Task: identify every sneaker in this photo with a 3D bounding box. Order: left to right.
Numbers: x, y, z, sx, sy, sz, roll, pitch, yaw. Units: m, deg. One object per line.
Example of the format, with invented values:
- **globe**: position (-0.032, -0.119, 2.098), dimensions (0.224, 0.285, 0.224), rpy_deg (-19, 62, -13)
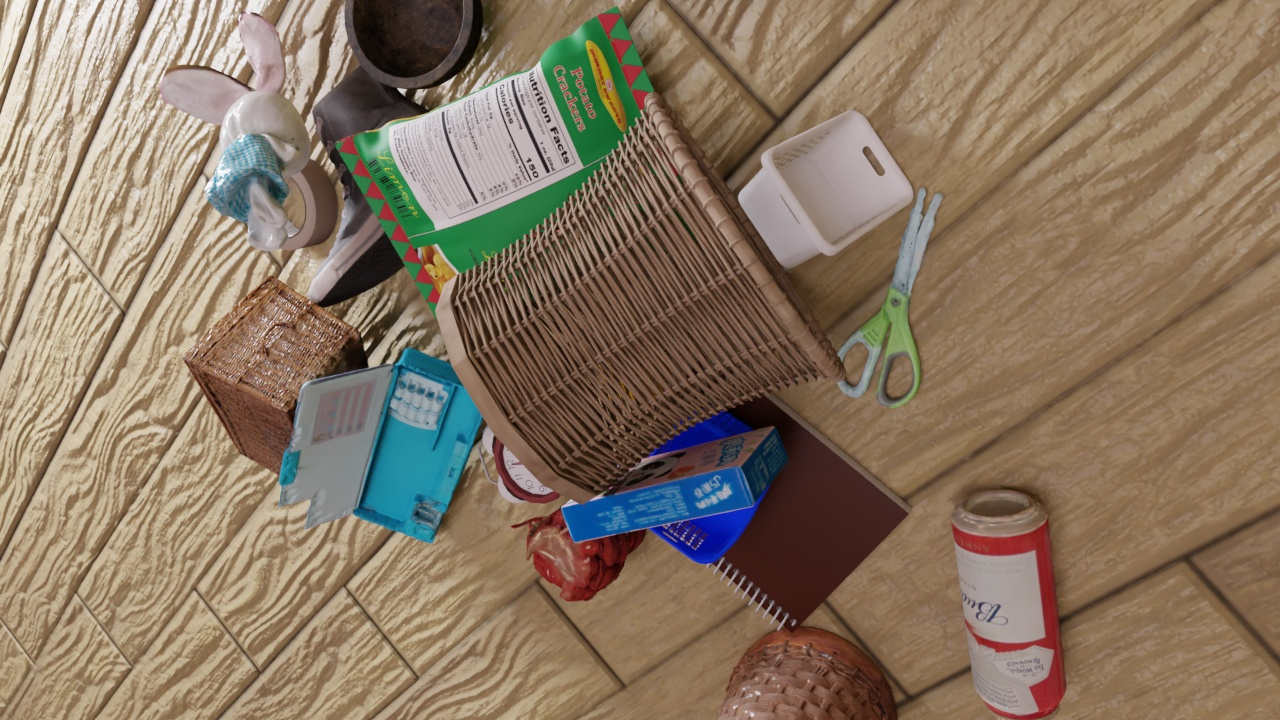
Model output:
- **sneaker**: position (-0.262, -0.154, 0.849), dimensions (0.120, 0.095, 0.235), rpy_deg (46, 124, 10)

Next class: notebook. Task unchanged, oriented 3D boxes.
- **notebook**: position (0.095, 0.116, 0.792), dimensions (0.209, 0.022, 0.172), rpy_deg (40, 119, 11)

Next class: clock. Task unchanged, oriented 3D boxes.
- **clock**: position (-0.103, 0.092, 0.874), dimensions (0.125, 0.044, 0.087), rpy_deg (-12, 101, 29)

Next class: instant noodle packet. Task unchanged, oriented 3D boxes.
- **instant noodle packet**: position (-0.091, -0.136, 0.743), dimensions (0.253, 0.090, 0.196), rpy_deg (-21, 113, 14)

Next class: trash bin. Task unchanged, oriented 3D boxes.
- **trash bin**: position (0.112, 0.337, 0.746), dimensions (0.151, 0.209, 0.151), rpy_deg (9, 110, 26)

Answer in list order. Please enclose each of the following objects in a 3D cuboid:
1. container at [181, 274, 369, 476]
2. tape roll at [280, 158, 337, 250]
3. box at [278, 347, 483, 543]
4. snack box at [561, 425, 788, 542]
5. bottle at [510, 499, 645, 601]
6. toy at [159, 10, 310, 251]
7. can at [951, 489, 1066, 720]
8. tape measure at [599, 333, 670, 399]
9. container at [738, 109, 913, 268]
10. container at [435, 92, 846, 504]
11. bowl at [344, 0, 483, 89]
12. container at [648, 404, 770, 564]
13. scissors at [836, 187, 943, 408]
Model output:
- **container**: position (-0.337, 0.032, 0.896), dimensions (0.113, 0.113, 0.199), rpy_deg (28, 149, 12)
- **tape roll**: position (-0.353, -0.160, 0.929), dimensions (0.094, 0.030, 0.094), rpy_deg (9, 111, 25)
- **box**: position (-0.253, 0.087, 0.889), dimensions (0.228, 0.180, 0.074), rpy_deg (-63, 32, 37)
- **snack box**: position (0.026, 0.094, 0.689), dimensions (0.154, 0.087, 0.033), rpy_deg (-17, 97, 28)
- **bottle**: position (-0.056, 0.167, 0.835), dimensions (0.099, 0.111, 0.099), rpy_deg (9, 110, 24)
- **toy**: position (-0.322, -0.183, 0.795), dimensions (0.131, 0.105, 0.205), rpy_deg (-30, 66, 19)
- **can**: position (0.278, 0.185, 0.691), dimensions (0.067, 0.067, 0.170), rpy_deg (-5, 105, 29)
- **tape measure**: position (-0.005, 0.005, 0.802), dimensions (0.068, 0.030, 0.059), rpy_deg (-1, 108, 27)
- **container**: position (0.127, -0.117, 0.642), dimensions (0.080, 0.128, 0.050), rpy_deg (56, 139, 1)
- **container**: position (-0.004, -0.033, 0.636), dimensions (0.196, 0.226, 0.227), rpy_deg (-34, 89, 13)
- **bowl**: position (-0.183, -0.289, 0.778), dimensions (0.121, 0.056, 0.121), rpy_deg (3, 98, 18)
- **container**: position (0.056, 0.098, 0.760), dimensions (0.096, 0.058, 0.114), rpy_deg (34, 116, 14)
- **scissors**: position (0.198, -0.045, 0.689), dimensions (0.072, 0.033, 0.176), rpy_deg (23, 120, 23)
